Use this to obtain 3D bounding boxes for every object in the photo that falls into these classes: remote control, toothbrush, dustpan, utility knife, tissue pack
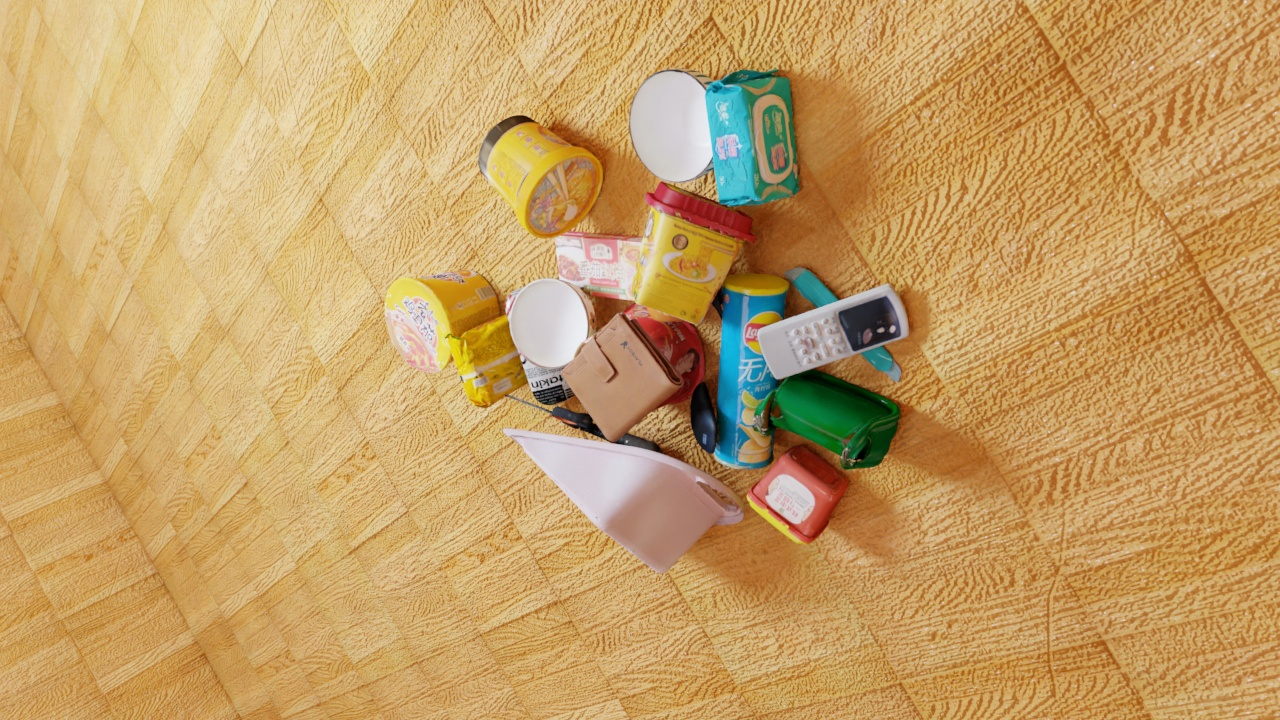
[{"bbox_3d":[0.071,0.065,1.062,0.024,0.136,0.053,0,109,-2],"label":"remote control"},{"bbox_3d":[0.119,-0.008,1.065,0.014,0.016,0.189,-23,96,33],"label":"toothbrush"},{"bbox_3d":[-0.007,0.149,1.153,0.273,0.138,0.222,39,175,42],"label":"dustpan"},{"bbox_3d":[0.197,-0.028,0.942,0.150,0.021,0.058,-20,107,19],"label":"remote control"},{"bbox_3d":[0.216,-0.040,0.970,0.166,0.013,0.029,48,134,9],"label":"utility knife"},{"bbox_3d":[0.114,-0.224,0.919,0.050,0.093,0.133,5,113,41],"label":"tissue pack"}]

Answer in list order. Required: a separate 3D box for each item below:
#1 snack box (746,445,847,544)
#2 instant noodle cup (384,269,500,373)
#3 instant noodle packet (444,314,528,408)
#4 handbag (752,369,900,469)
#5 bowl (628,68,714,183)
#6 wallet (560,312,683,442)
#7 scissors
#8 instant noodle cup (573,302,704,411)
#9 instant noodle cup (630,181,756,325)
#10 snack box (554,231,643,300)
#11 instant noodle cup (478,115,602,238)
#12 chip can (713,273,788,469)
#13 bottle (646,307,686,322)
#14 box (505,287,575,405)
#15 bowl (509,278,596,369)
[{"bbox_3d":[0.180,0.150,1.038,0.091,0.081,0.080,38,119,18],"label":"snack box"},{"bbox_3d":[-0.274,-0.064,1.293,0.138,0.109,0.138,16,118,33],"label":"instant noodle cup"},{"bbox_3d":[-0.196,-0.003,1.243,0.044,0.128,0.111,-11,102,46],"label":"instant noodle packet"},{"bbox_3d":[0.194,0.066,0.962,0.131,0.120,0.068,26,118,31],"label":"handbag"},{"bbox_3d":[0.052,-0.252,0.975,0.117,0.066,0.117,17,119,34],"label":"bowl"},{"bbox_3d":[-0.024,0.019,1.032,0.108,0.031,0.132,53,131,6],"label":"wallet"},{"bbox_3d":[-0.073,0.081,1.186,0.221,0.234,0.021,23,82,-4],"label":"scissors"},{"bbox_3d":[-0.007,0.006,1.106,0.138,0.108,0.138,16,118,33],"label":"instant noodle cup"},{"bbox_3d":[0.047,-0.113,0.975,0.116,0.116,0.124,19,104,-10],"label":"instant noodle cup"},{"bbox_3d":[-0.039,-0.117,1.135,0.153,0.025,0.075,10,115,36],"label":"snack box"},{"bbox_3d":[-0.126,-0.226,1.103,0.114,0.118,0.119,43,130,26],"label":"instant noodle cup"},{"bbox_3d":[0.121,0.013,1.021,0.071,0.071,0.210,16,114,34],"label":"chip can"},{"bbox_3d":[0.037,-0.121,1.052,0.067,0.066,0.149,9,106,37],"label":"bottle"},{"bbox_3d":[-0.125,-0.024,1.238,0.075,0.082,0.163,-18,96,6],"label":"box"},{"bbox_3d":[-0.102,-0.047,1.159,0.114,0.062,0.113,2,96,24],"label":"bowl"}]
